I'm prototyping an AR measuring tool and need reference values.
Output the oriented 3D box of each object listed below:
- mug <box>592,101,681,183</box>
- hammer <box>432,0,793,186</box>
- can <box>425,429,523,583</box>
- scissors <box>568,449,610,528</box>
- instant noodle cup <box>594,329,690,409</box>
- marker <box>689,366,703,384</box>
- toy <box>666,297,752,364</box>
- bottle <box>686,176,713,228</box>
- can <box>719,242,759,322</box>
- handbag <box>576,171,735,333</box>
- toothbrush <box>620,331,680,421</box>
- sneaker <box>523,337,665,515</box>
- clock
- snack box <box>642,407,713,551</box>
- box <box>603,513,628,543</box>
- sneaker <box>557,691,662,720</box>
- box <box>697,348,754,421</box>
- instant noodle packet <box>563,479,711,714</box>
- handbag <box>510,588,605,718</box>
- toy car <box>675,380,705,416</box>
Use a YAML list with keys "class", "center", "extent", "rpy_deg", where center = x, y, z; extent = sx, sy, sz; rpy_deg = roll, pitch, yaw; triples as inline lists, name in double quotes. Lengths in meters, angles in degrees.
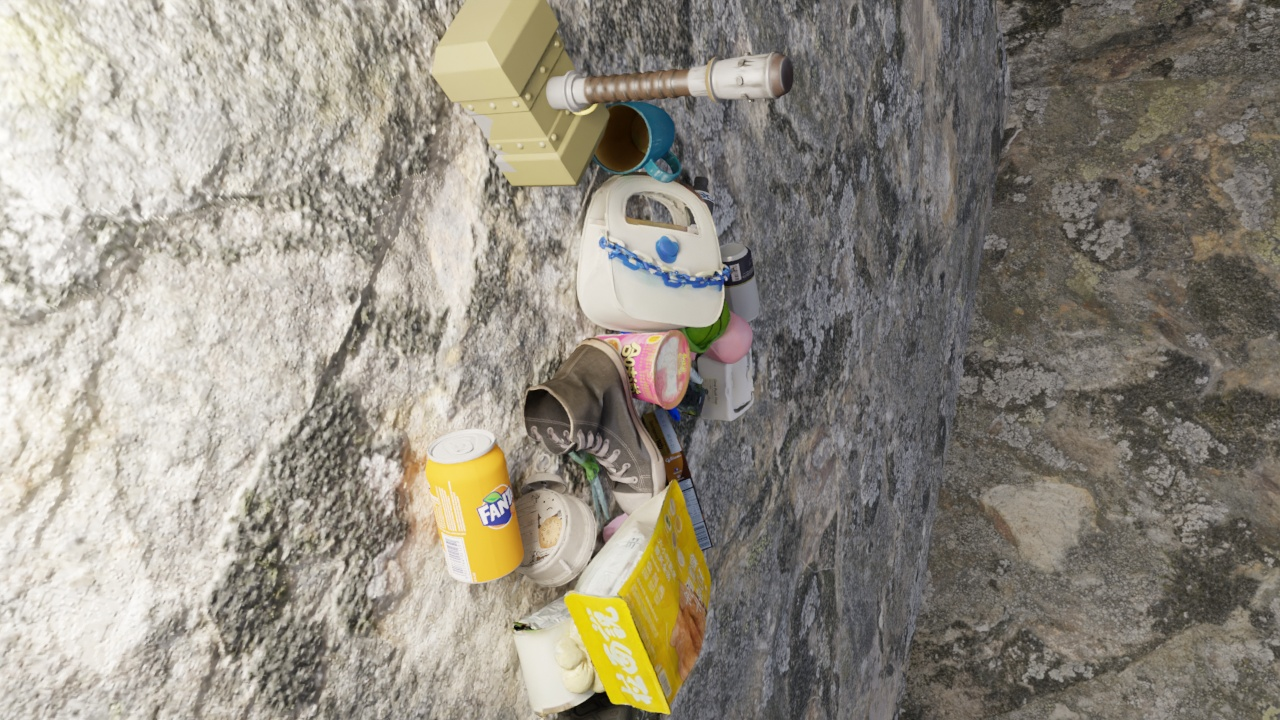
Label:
- class: "mug"
  center: [0.005, -0.264, 1.122]
  extent: [0.112, 0.085, 0.104]
  rpy_deg: [49, 30, 2]
- class: "hammer"
  center: [-0.013, -0.259, 0.869]
  extent: [0.190, 0.325, 0.100]
  rpy_deg: [54, 50, -48]
- class: "can"
  center: [-0.167, 0.147, 0.923]
  extent: [0.078, 0.079, 0.142]
  rpy_deg: [-36, 125, -51]
- class: "scissors"
  center: [-0.057, 0.138, 1.171]
  extent: [0.078, 0.033, 0.176]
  rpy_deg: [-51, 140, -46]
- class: "instant noodle cup"
  center: [-0.007, 0.007, 1.138]
  extent: [0.097, 0.109, 0.098]
  rpy_deg: [-16, 108, -58]
- class: "marker"
  center: [0.058, 0.004, 1.335]
  extent: [0.146, 0.017, 0.017]
  rpy_deg: [42, 59, -53]
- class: "toy"
  center: [0.080, -0.069, 1.292]
  extent: [0.238, 0.088, 0.189]
  rpy_deg: [47, 44, -41]
- class: "bottle"
  center: [0.079, -0.206, 1.305]
  extent: [0.047, 0.047, 0.112]
  rpy_deg: [17, 79, -59]
- class: "can"
  center: [0.147, -0.113, 1.417]
  extent: [0.064, 0.064, 0.127]
  rpy_deg: [-49, 134, -44]
- class: "handbag"
  center: [0.022, -0.137, 1.134]
  extent: [0.200, 0.093, 0.199]
  rpy_deg: [1, 86, -38]
- class: "toothbrush"
  center: [0.015, 0.016, 1.243]
  extent: [0.182, 0.016, 0.018]
  rpy_deg: [60, 40, -32]
- class: "sneaker"
  center: [-0.052, 0.103, 1.075]
  extent: [0.119, 0.095, 0.235]
  rpy_deg: [-38, 120, -43]
- class: "clock"
  center: [-0.109, 0.174, 1.023]
  extent: [0.061, 0.104, 0.156]
  rpy_deg: [36, 39, -48]
- class: "snack box"
  center: [0.053, 0.169, 1.283]
  extent: [0.101, 0.031, 0.186]
  rpy_deg: [-115, -174, -56]
- class: "box"
  center: [0.024, 0.281, 1.197]
  extent: [0.201, 0.073, 0.149]
  rpy_deg: [69, 22, -6]
- class: "sneaker"
  center: [-0.026, 0.460, 1.195]
  extent: [0.237, 0.101, 0.143]
  rpy_deg: [-53, 131, -50]
- class: "box"
  center: [0.143, 0.034, 1.429]
  extent: [0.102, 0.076, 0.107]
  rpy_deg: [-28, 121, -53]
- class: "instant noodle packet"
  center: [0.019, 0.262, 1.054]
  extent: [0.220, 0.084, 0.163]
  rpy_deg: [-49, 124, -52]
- class: "handbag"
  center: [-0.063, 0.330, 1.088]
  extent: [0.171, 0.124, 0.112]
  rpy_deg: [-18, 96, -58]
- class: "toy car"
  center: [0.052, 0.047, 1.317]
  extent: [0.105, 0.033, 0.048]
  rpy_deg: [24, 76, -44]
